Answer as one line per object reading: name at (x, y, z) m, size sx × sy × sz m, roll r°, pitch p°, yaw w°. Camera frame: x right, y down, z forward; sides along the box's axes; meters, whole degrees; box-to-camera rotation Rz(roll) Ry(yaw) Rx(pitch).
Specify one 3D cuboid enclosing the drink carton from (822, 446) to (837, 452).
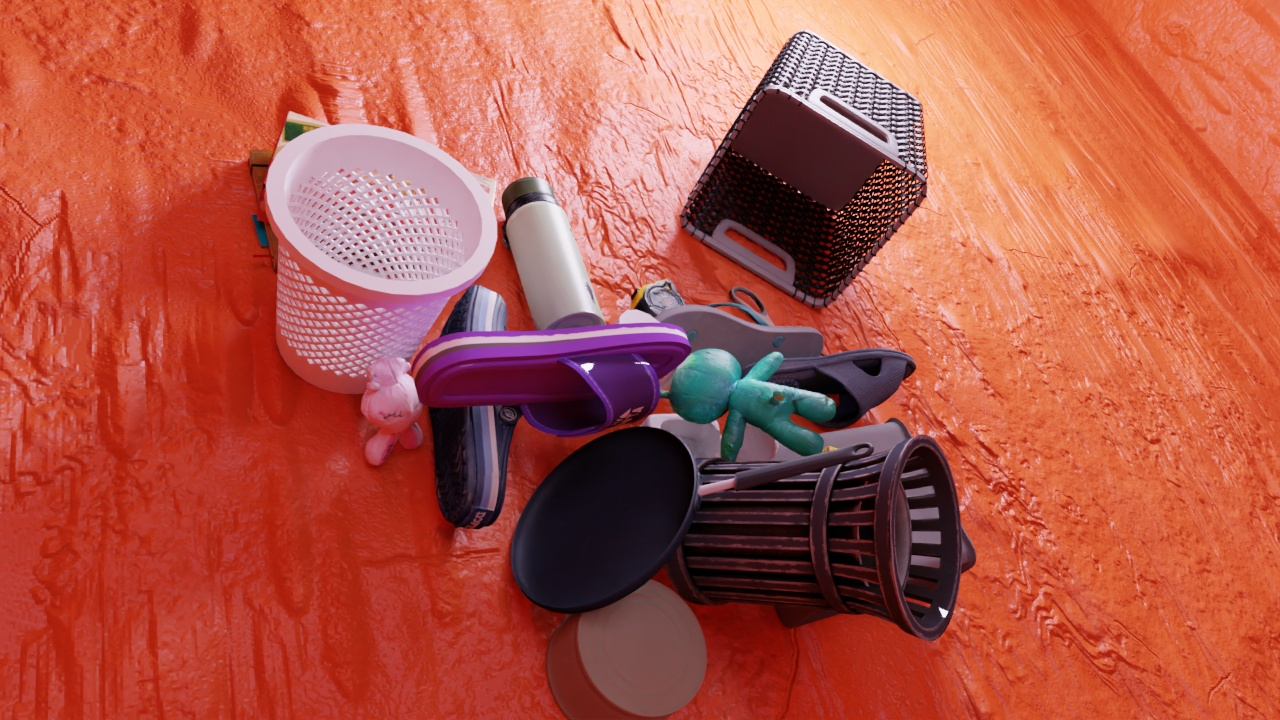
drink carton at (0.210, 0.158, 0.927) m, size 0.058 × 0.043 × 0.134 m, roll 15°, pitch 51°, yaw -19°

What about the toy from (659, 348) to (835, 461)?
toy at (0.098, 0.035, 0.919) m, size 0.193 × 0.072 × 0.130 m, roll 19°, pitch 68°, yaw 16°

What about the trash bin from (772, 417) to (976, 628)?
trash bin at (0.228, 0.175, 1.017) m, size 0.219 × 0.098 × 0.191 m, roll -5°, pitch 59°, yaw -32°

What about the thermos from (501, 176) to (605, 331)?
thermos at (-0.109, -0.114, 1.058) m, size 0.082 × 0.083 × 0.231 m, roll 1°, pitch 50°, yaw -29°

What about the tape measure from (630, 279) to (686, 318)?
tape measure at (0.023, -0.062, 1.122) m, size 0.072 × 0.042 × 0.071 m, roll -11°, pitch 63°, yaw -41°

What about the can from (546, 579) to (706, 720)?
can at (-0.012, 0.266, 0.821) m, size 0.127 × 0.073 × 0.127 m, roll 16°, pitch 49°, yaw -19°

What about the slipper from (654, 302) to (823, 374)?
slipper at (0.108, -0.020, 1.118) m, size 0.268 × 0.098 × 0.054 m, roll 8°, pitch 27°, yaw -35°

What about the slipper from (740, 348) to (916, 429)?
slipper at (0.229, 0.044, 1.126) m, size 0.263 × 0.101 × 0.082 m, roll -3°, pitch 65°, yaw -24°

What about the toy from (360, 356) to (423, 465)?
toy at (-0.227, 0.048, 0.848) m, size 0.047 × 0.110 × 0.063 m, roll 26°, pitch 41°, yaw 22°

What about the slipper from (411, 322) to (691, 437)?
slipper at (-0.066, 0.031, 0.821) m, size 0.266 × 0.108 × 0.084 m, roll -2°, pitch 59°, yaw -35°

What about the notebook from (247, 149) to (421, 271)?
notebook at (-0.315, -0.175, 1.033) m, size 0.248 × 0.014 × 0.178 m, roll -5°, pitch 59°, yaw -33°

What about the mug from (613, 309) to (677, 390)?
mug at (-0.006, 0.006, 0.999) m, size 0.105 × 0.090 × 0.073 m, roll 19°, pitch 44°, yaw -32°

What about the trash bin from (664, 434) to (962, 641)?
trash bin at (0.145, 0.153, 0.817) m, size 0.164 × 0.228 × 0.164 m, roll 11°, pitch 76°, yaw -52°

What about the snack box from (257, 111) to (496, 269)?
snack box at (-0.281, -0.176, 0.999) m, size 0.236 × 0.060 × 0.113 m, roll 16°, pitch 51°, yaw -19°

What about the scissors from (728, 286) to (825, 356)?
scissors at (0.166, -0.035, 1.203) m, size 0.161 × 0.013 × 0.158 m, roll -13°, pitch 65°, yaw -36°

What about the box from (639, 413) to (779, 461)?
box at (0.076, 0.094, 0.965) m, size 0.128 × 0.137 × 0.108 m, roll 4°, pitch 56°, yaw -26°

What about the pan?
pan at (0.034, 0.121, 0.805) m, size 0.021 × 0.357 × 0.198 m, roll 52°, pitch 33°, yaw -33°

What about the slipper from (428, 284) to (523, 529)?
slipper at (-0.151, 0.048, 0.896) m, size 0.095 × 0.105 × 0.252 m, roll 12°, pitch 54°, yaw -26°

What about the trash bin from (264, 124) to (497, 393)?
trash bin at (-0.258, -0.078, 0.859) m, size 0.195 × 0.200 × 0.195 m, roll 16°, pitch 49°, yaw -19°

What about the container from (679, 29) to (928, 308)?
container at (0.235, -0.274, 1.272) m, size 0.247 × 0.246 × 0.242 m, roll 30°, pitch 43°, yaw -6°
